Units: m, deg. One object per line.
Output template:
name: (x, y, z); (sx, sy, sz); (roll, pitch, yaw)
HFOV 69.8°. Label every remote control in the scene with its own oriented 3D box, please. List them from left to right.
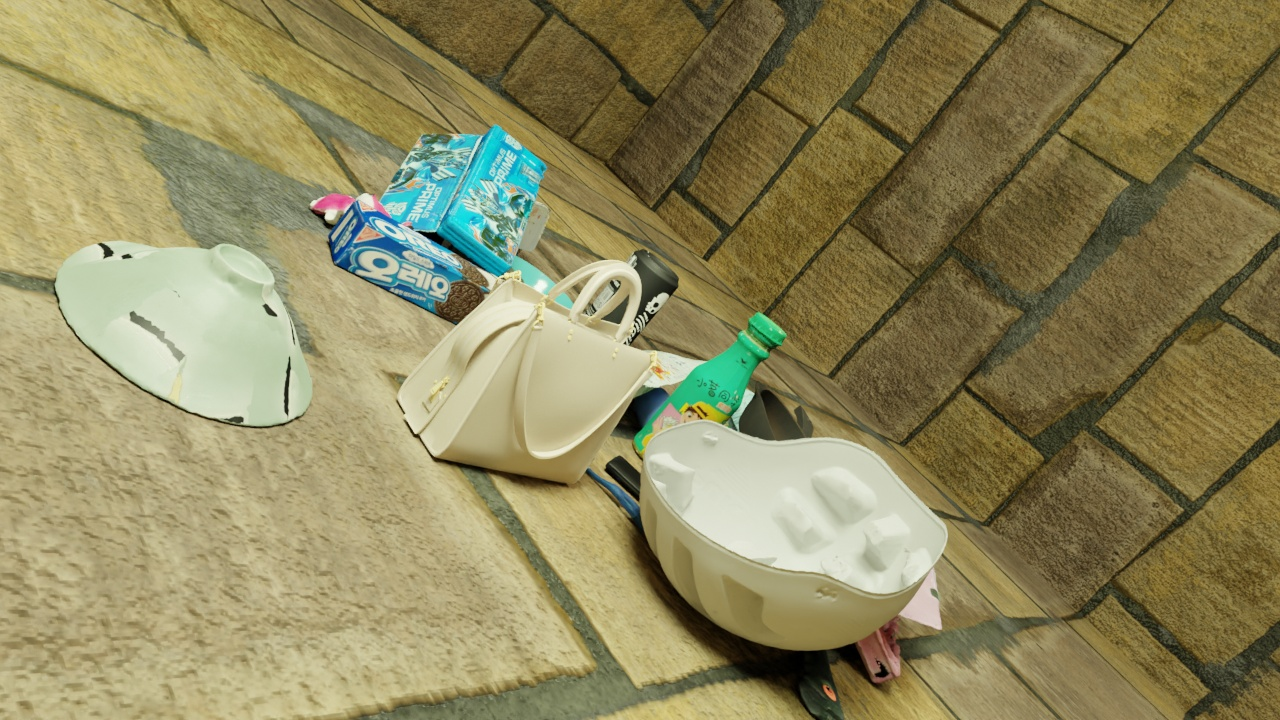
remote control: (0.024, 0.146, 0.934); (0.140, 0.021, 0.045); (41, 11, 8)

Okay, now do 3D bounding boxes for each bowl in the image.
bowl: (-0.277, -0.039, 0.599); (0.174, 0.068, 0.174); (39, 14, -12)
bowl: (-0.145, -0.083, 1.173); (0.121, 0.046, 0.121); (38, 13, -10)

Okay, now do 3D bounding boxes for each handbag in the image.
handbag: (-0.069, -0.001, 0.763); (0.194, 0.198, 0.101); (22, 22, -53)

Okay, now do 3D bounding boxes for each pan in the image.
pan: (0.188, 0.125, 1.117); (0.249, 0.043, 0.355); (59, 15, -7)

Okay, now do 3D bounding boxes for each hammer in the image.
hammer: (0.168, 0.260, 0.943); (0.133, 0.033, 0.332); (40, 14, -5)

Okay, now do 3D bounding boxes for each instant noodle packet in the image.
instant noodle packet: (-0.007, 0.007, 1.147); (0.147, 0.057, 0.268); (6, 8, 15)

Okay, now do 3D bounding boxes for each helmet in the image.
helmet: (0.121, 0.151, 0.816); (0.282, 0.184, 0.224); (24, 12, -39)

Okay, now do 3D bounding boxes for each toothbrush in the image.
toothbrush: (-0.019, 0.130, 0.873); (0.132, 0.016, 0.021); (44, 16, 20)

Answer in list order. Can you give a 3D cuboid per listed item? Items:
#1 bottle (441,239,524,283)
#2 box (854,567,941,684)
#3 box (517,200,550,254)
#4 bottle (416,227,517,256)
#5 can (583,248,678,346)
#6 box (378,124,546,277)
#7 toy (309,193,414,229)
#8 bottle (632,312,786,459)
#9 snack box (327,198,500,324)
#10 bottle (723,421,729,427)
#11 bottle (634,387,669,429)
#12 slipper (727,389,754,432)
bottle: (-0.190, -0.107, 1.095); (0.108, 0.060, 0.060); (45, 14, 22)
box: (0.293, 0.270, 1.043); (0.099, 0.099, 0.232); (68, 16, 4)
box: (-0.229, -0.203, 1.290); (0.108, 0.095, 0.216); (18, 4, 24)
bottle: (-0.224, -0.154, 1.166); (0.056, 0.056, 0.160); (48, 15, 32)
can: (-0.017, -0.082, 1.310); (0.080, 0.146, 0.080); (38, 13, -10)
box: (-0.210, -0.212, 1.104); (0.174, 0.064, 0.242); (19, 39, -9)
toy: (-0.296, -0.153, 0.972); (0.102, 0.050, 0.065); (28, 38, -8)
bottle: (0.080, 0.037, 1.033); (0.068, 0.210, 0.068); (37, 14, -11)
snack box: (-0.213, -0.085, 0.965); (0.226, 0.059, 0.059); (29, 20, -40)
bottle: (0.125, 0.116, 1.285); (0.042, 0.043, 0.110); (24, 21, -50)
bottle: (0.017, 0.059, 1.148); (0.048, 0.048, 0.131); (34, 14, -23)
slipper: (0.177, 0.163, 1.197); (0.276, 0.070, 0.115); (60, 26, 6)
